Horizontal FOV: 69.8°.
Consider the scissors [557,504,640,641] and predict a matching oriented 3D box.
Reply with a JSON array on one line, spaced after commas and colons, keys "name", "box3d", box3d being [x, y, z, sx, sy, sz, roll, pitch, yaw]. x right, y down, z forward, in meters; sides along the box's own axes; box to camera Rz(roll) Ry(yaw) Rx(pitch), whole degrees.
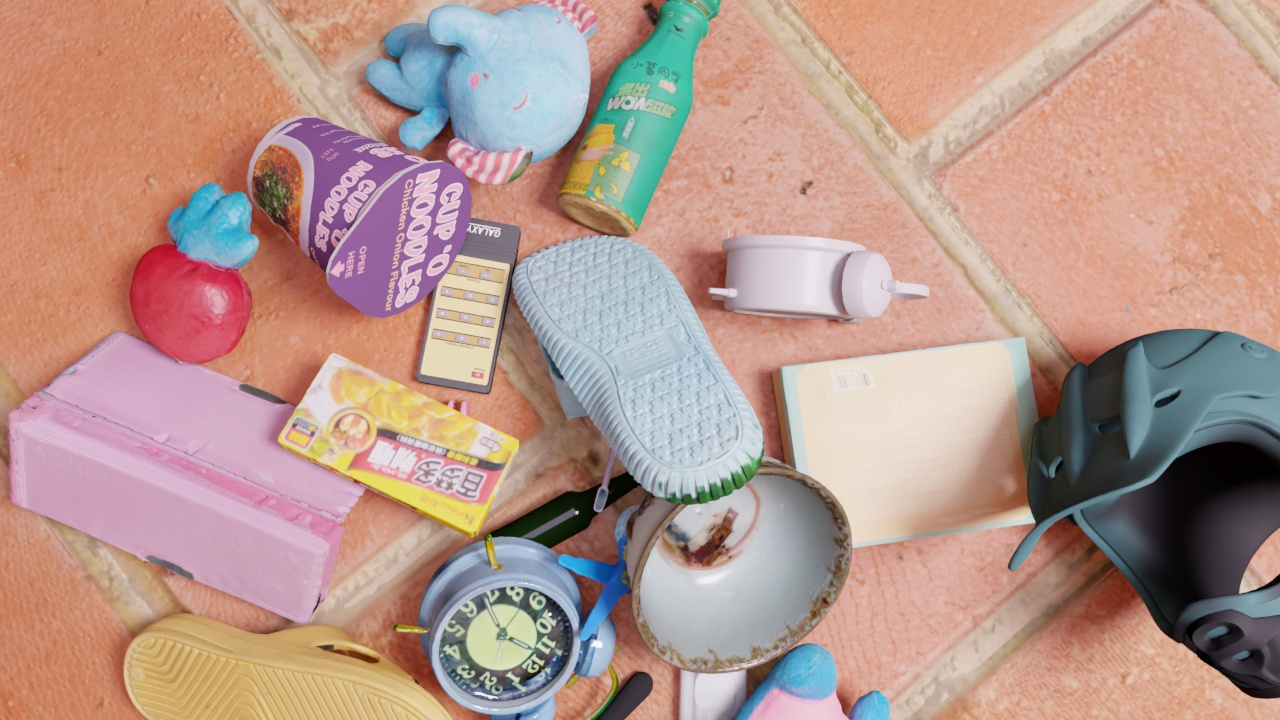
[{"name": "scissors", "box3d": [-0.012, 0.150, 0.661, 0.125, 0.016, 0.123, 28, 50, -41]}]

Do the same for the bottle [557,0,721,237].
[{"name": "bottle", "box3d": [0.006, -0.202, 0.712, 0.068, 0.068, 0.209, 24, 81, -1]}]

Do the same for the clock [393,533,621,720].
[{"name": "clock", "box3d": [-0.084, 0.199, 0.647, 0.162, 0.060, 0.118, 43, 91, -18]}]

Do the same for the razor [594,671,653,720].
[{"name": "razor", "box3d": [-0.043, 0.284, 0.671, 0.044, 0.021, 0.144, 44, 80, 2]}]

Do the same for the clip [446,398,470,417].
[{"name": "clip", "box3d": [-0.144, 0.060, 0.692, 0.045, 0.023, 0.060, -19, 88, -6]}]

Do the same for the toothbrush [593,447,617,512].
[{"name": "toothbrush", "box3d": [-0.008, 0.023, 0.693, 0.018, 0.019, 0.187, 15, 74, 0]}]

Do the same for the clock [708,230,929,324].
[{"name": "clock", "box3d": [0.133, -0.061, 0.682, 0.159, 0.120, 0.061, 4, 91, 7]}]

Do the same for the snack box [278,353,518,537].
[{"name": "snack box", "box3d": [-0.170, 0.060, 0.656, 0.152, 0.025, 0.075, 26, 68, -1]}]

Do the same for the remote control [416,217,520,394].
[{"name": "remote control", "box3d": [-0.132, -0.044, 0.709, 0.058, 0.013, 0.133, 9, 82, -3]}]

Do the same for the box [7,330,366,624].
[{"name": "box", "box3d": [-0.315, 0.082, 0.672, 0.232, 0.115, 0.107, 22, 121, -1]}]

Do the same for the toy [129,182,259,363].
[{"name": "toy", "box3d": [-0.321, -0.063, 0.669, 0.092, 0.062, 0.133, 21, 91, 8]}]

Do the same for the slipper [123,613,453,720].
[{"name": "slipper", "box3d": [-0.228, 0.231, 0.631, 0.263, 0.078, 0.099, 11, 102, 15]}]

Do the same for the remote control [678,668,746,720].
[{"name": "remote control", "box3d": [0.053, 0.269, 0.677, 0.050, 0.022, 0.133, 2, 82, -4]}]

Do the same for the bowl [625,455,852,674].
[{"name": "bowl", "box3d": [0.056, 0.127, 0.648, 0.159, 0.094, 0.160, -7, 114, -16]}]

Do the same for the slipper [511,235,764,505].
[{"name": "slipper", "box3d": [-0.004, 0.004, 0.645, 0.116, 0.069, 0.276, -26, 48, -9]}]

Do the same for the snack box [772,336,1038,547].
[{"name": "snack box", "box3d": [0.208, 0.064, 0.704, 0.193, 0.044, 0.141, -7, 84, -5]}]

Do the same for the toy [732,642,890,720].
[{"name": "toy", "box3d": [0.127, 0.313, 0.633, 0.223, 0.099, 0.191, -42, 89, -26]}]

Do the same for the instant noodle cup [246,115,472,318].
[{"name": "instant noodle cup", "box3d": [-0.213, -0.111, 0.656, 0.122, 0.136, 0.122, 32, 126, 18]}]

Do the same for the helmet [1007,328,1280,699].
[{"name": "helmet", "box3d": [0.366, 0.083, 0.620, 0.200, 0.177, 0.273, 43, 45, 10]}]

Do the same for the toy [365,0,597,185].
[{"name": "toy", "box3d": [-0.123, -0.223, 0.692, 0.181, 0.115, 0.183, 19, 71, 10]}]

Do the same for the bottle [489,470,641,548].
[{"name": "bottle", "box3d": [-0.055, 0.115, 0.684, 0.123, 0.033, 0.033, -28, 85, -8]}]
